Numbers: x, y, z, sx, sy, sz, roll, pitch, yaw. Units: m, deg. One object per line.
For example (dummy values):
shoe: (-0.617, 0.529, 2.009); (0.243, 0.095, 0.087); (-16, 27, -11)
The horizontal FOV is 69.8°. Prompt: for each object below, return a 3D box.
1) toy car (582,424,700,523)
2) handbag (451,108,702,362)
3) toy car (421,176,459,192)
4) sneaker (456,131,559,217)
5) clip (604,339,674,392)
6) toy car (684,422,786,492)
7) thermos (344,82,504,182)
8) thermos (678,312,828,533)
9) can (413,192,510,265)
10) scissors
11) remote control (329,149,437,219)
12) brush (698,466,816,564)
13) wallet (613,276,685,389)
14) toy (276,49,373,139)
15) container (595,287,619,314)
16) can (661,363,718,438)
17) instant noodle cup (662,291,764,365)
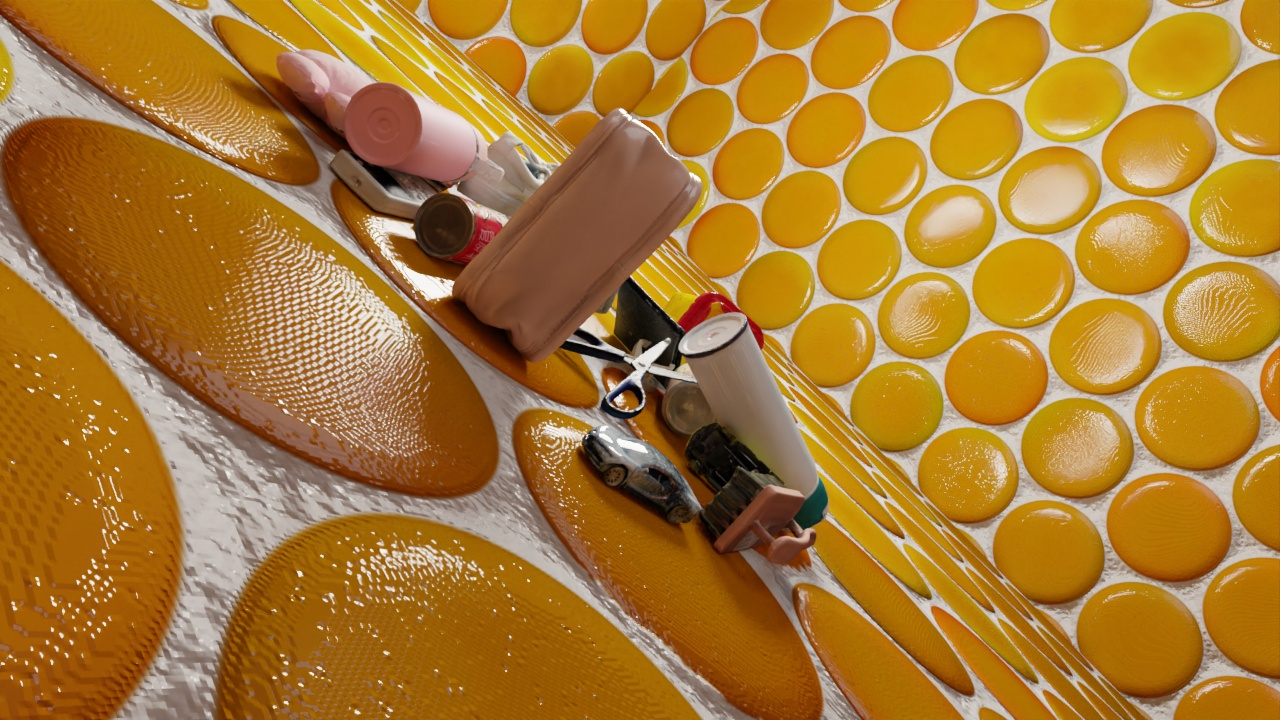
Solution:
toy car: (0.003, 0.078, 0.648); (0.105, 0.031, 0.049); (35, 12, -34)
handbag: (-0.055, -0.100, 0.764); (0.093, 0.193, 0.234); (44, 0, -9)
toy car: (-0.212, -0.205, 0.975); (0.042, 0.035, 0.090); (40, 10, -23)
sneaker: (-0.127, -0.200, 1.073); (0.089, 0.091, 0.242); (33, 5, 15)
clip: (-0.012, -0.002, 0.931); (0.104, 0.035, 0.084); (14, 33, -54)
toy car: (0.085, 0.101, 0.828); (0.105, 0.048, 0.032); (43, -3, -1)
thermos: (-0.181, -0.190, 0.812); (0.087, 0.067, 0.198); (31, 8, 4)
thermos: (0.112, 0.065, 0.861); (0.224, 0.073, 0.073); (61, 3, -23)
can: (-0.140, -0.107, 0.793); (0.053, 0.053, 0.132); (45, 10, 12)
scissors: (-0.010, 0.006, 0.825); (0.162, 0.012, 0.174); (26, 29, -8)
remote control: (-0.208, -0.146, 0.789); (0.058, 0.021, 0.150); (44, 9, 6)
brush: (0.104, 0.130, 0.740); (0.073, 0.063, 0.145); (43, 7, 23)
wallet: (0.007, -0.030, 0.992); (0.097, 0.019, 0.121); (46, -24, 19)
toy: (-0.268, -0.233, 0.816); (0.121, 0.054, 0.159); (41, 7, -7)
container: (-0.067, -0.113, 0.966); (0.090, 0.090, 0.114); (14, 26, -24)
can: (0.053, 0.038, 0.931); (0.058, 0.058, 0.116); (43, 10, -3)
instant noodle cup: (0.073, -0.027, 1.161); (0.116, 0.116, 0.124); (38, 0, -26)
